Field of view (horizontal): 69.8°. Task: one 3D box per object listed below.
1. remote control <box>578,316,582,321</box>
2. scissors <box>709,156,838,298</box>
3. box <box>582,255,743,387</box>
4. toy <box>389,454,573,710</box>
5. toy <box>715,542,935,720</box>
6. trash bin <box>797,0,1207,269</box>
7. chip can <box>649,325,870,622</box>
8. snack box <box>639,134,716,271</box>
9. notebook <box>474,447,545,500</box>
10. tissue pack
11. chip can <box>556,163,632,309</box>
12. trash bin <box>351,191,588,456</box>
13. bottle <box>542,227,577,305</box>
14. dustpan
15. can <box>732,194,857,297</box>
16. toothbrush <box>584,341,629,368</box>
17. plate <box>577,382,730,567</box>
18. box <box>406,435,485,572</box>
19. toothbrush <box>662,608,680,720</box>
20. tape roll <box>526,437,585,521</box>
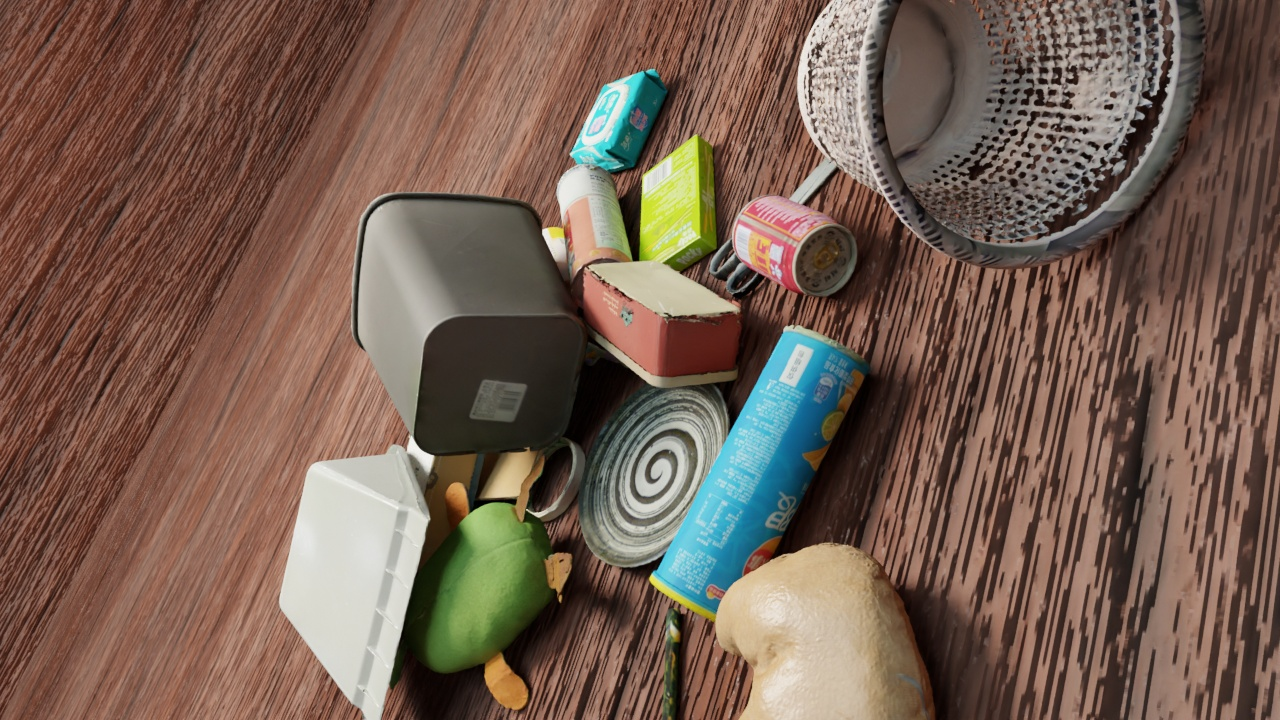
[{"bbox_3d":[-0.113,-0.027,1.049,0.135,0.019,0.056,7,70,54],"label":"remote control"},{"bbox_3d":[0.125,-0.134,0.834,0.147,0.014,0.171,-4,61,50],"label":"scissors"},{"bbox_3d":[0.017,-0.045,0.814,0.168,0.091,0.080,38,129,56],"label":"box"},{"bbox_3d":[-0.141,0.205,0.838,0.247,0.090,0.226,-43,50,27],"label":"toy"},{"bbox_3d":[0.105,0.216,0.527,0.144,0.082,0.225,-33,43,40],"label":"toy"},{"bbox_3d":[0.209,-0.189,0.614,0.227,0.227,0.192,-55,21,5],"label":"trash bin"},{"bbox_3d":[0.087,0.082,0.659,0.071,0.071,0.210,20,80,56],"label":"chip can"},{"bbox_3d":[0.038,-0.156,0.952,0.086,0.026,0.156,-32,41,35],"label":"snack box"},{"bbox_3d":[-0.154,0.084,1.009,0.212,0.012,0.149,-13,52,52],"label":"notebook"},{"bbox_3d":[-0.026,-0.292,1.122,0.093,0.050,0.133,4,67,54],"label":"tissue pack"},{"bbox_3d":[-0.049,-0.135,0.991,0.071,0.071,0.214,-43,32,21],"label":"chip can"},{"bbox_3d":[-0.167,-0.031,0.910,0.219,0.198,0.199,55,138,48],"label":"trash bin"},{"bbox_3d":[-0.092,-0.104,1.044,0.063,0.063,0.108,-45,37,18],"label":"bottle"},{"bbox_3d":[-0.259,0.201,0.934,0.258,0.142,0.223,23,102,38],"label":"dustpan"},{"bbox_3d":[0.126,-0.094,0.752,0.066,0.066,0.094,-55,33,4],"label":"can"},{"bbox_3d":[-0.005,0.005,0.887,0.020,0.029,0.190,-26,23,-28],"label":"toothbrush"},{"bbox_3d":[0.013,0.094,0.788,0.180,0.024,0.179,-30,44,34],"label":"plate"},{"bbox_3d":[-0.221,0.146,0.983,0.090,0.061,0.184,13,90,57],"label":"box"},{"bbox_3d":[0.018,0.265,0.648,0.012,0.017,0.185,-23,47,33],"label":"toothbrush"},{"bbox_3d":[-0.088,0.117,0.906,0.086,0.014,0.085,-32,42,34],"label":"tape roll"}]
